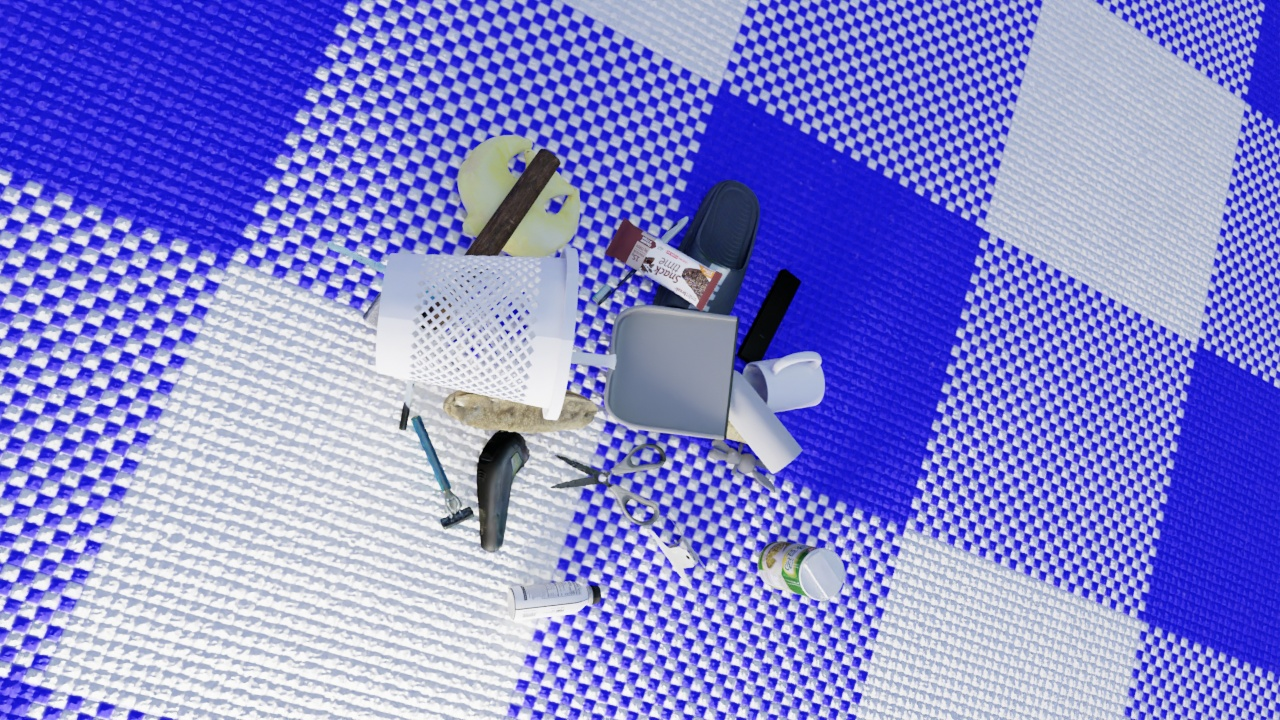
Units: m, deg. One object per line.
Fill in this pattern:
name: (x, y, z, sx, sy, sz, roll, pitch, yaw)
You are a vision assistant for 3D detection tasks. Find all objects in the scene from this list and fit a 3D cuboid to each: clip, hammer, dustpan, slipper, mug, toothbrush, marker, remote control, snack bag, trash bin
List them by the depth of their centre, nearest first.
trash bin: (-0.183, -0.041, 1.024, 0.199, 0.196, 0.195, 6, 82, -10)
hammer: (-0.164, -0.108, 1.127, 0.217, 0.037, 0.300, 36, 88, -21)
marker: (-0.280, 0.011, 1.131, 0.011, 0.011, 0.152, 11, 81, -20)
dustpan: (-0.007, 0.007, 1.195, 0.258, 0.033, 0.163, 6, 82, 4)
snack bag: (0.029, -0.128, 1.216, 0.158, 0.013, 0.057, 32, 101, 15)
clip: (0.057, 0.255, 1.224, 0.102, 0.052, 0.057, 55, 30, -8)
toothbrush: (0.002, -0.140, 1.254, 0.017, 0.016, 0.188, 46, 71, -1)
slipper: (0.108, -0.134, 1.259, 0.110, 0.083, 0.267, 28, 74, -18)
mug: (0.203, 0.023, 1.266, 0.090, 0.111, 0.073, -8, 59, -22)
remote control: (0.185, -0.062, 1.317, 0.034, 0.013, 0.149, 34, 74, -19)

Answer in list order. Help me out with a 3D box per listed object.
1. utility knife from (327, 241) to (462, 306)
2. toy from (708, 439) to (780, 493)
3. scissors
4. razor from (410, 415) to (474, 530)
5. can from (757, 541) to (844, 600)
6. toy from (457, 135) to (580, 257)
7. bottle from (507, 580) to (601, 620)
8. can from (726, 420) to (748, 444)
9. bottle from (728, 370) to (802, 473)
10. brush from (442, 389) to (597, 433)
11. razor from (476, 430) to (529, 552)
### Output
utility knife: (-0.299, -0.108, 1.133, 0.178, 0.015, 0.022, 26, 75, -18)
toy: (0.147, 0.143, 1.274, 0.111, 0.030, 0.049, 26, 61, -12)
scissors: (-0.031, 0.160, 1.212, 0.157, 0.013, 0.166, -35, 98, -23)
razor: (-0.249, 0.135, 1.126, 0.042, 0.022, 0.144, -23, 93, -23)
can: (0.215, 0.281, 1.237, 0.067, 0.121, 0.067, 2, 84, -21)
toy: (-0.163, -0.202, 1.170, 0.170, 0.065, 0.154, 46, 69, -9)
bottle: (-0.107, 0.300, 1.154, 0.116, 0.041, 0.041, -1, 85, -21)
can: (0.132, 0.092, 1.268, 0.079, 0.038, 0.038, 16, 79, -19)
bottle: (0.135, 0.059, 1.228, 0.052, 0.053, 0.195, -38, 87, -20)
brush: (-0.143, 0.059, 1.121, 0.195, 0.043, 0.059, 4, 99, -27)
razor: (-0.172, 0.162, 1.142, 0.067, 0.054, 0.151, 6, 88, -39)
